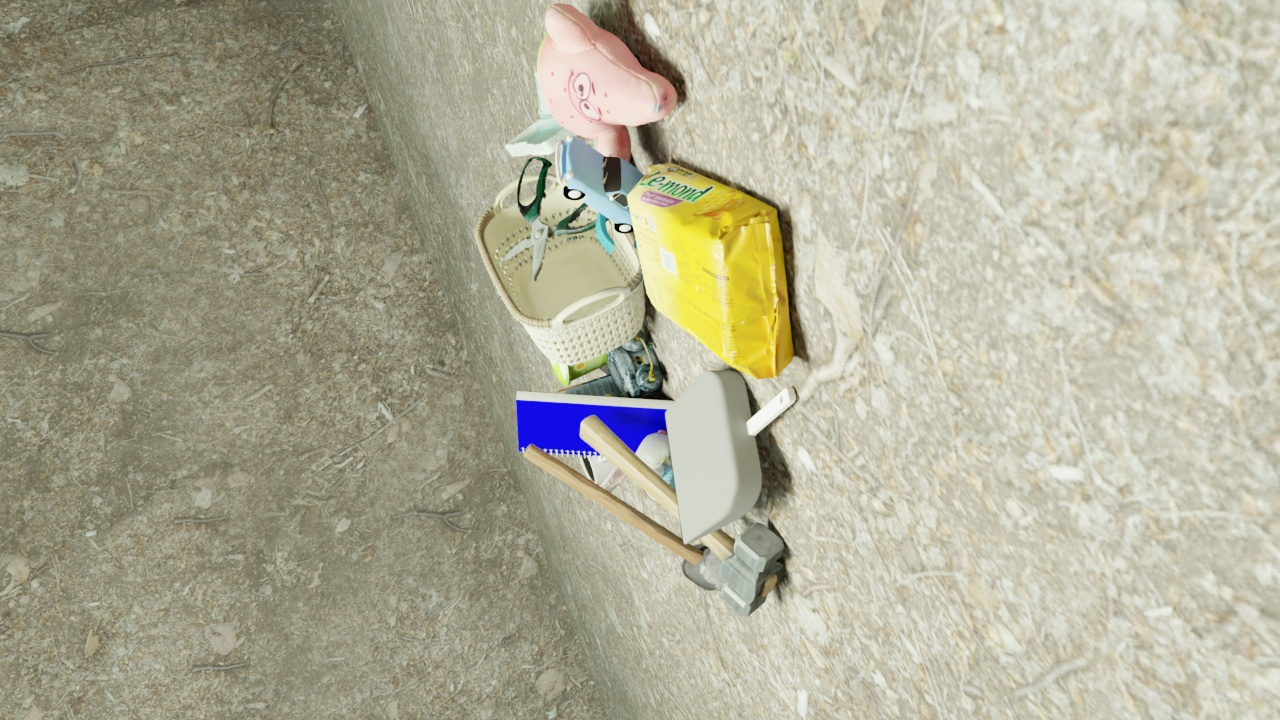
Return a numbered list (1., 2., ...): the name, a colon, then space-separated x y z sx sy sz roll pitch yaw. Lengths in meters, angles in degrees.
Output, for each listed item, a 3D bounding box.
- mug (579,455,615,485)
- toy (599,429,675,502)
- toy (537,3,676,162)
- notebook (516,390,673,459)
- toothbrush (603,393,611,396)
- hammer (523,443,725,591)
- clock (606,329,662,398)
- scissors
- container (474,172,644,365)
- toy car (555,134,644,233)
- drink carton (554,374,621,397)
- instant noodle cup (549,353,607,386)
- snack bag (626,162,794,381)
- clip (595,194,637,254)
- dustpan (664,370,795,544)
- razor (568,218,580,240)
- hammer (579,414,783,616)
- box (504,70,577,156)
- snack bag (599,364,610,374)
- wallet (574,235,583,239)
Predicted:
1. mug: -0.042 0.148 1.452 0.105 0.089 0.073 136 113 -72
2. toy: 0.030 0.145 1.234 0.206 0.131 0.105 -12 77 61
3. toy: -0.040 -0.284 0.953 0.237 0.096 0.192 37 157 50
4. notebook: -0.067 0.096 1.289 0.172 0.209 0.022 100 173 -59
5. toothbrush: -0.021 0.062 1.302 0.021 0.016 0.135 48 -165 26
6. hammer: -0.009 0.203 1.193 0.328 0.052 0.098 34 163 -6
7. clock: -0.007 0.007 1.247 0.130 0.052 0.090 124 125 -71
8. scissors: -0.091 -0.186 1.119 0.015 0.204 0.201 45 -140 -53
9. container: -0.096 -0.115 1.183 0.143 0.184 0.246 75 169 -53
10. toy car: -0.030 -0.183 0.967 0.153 0.055 0.056 27 -127 -47
11. drink carton: -0.062 0.047 1.331 0.064 0.130 0.040 152 100 -74
12. instant noodle cup: -0.074 -0.026 1.321 0.099 0.107 0.099 160 90 -74
13. snack bag: 0.062 -0.091 0.888 0.247 0.068 0.160 -138 33 -57
14. clip: -0.046 -0.179 1.047 0.126 0.113 0.028 67 164 9
15. dustpan: 0.093 0.085 0.979 0.258 0.033 0.163 126 140 -59
16. razor: -0.108 -0.181 1.408 0.042 0.022 0.144 32 155 -2
17. hammer: 0.039 0.173 1.130 0.323 0.051 0.117 38 141 30
18. box: -0.124 -0.327 1.206 0.197 0.075 0.125 -154 66 -65
19. snack bag: -0.063 -0.014 1.455 0.155 0.018 0.075 -146 39 -63
20. wallet: -0.082 -0.117 1.374 0.100 0.031 0.119 104 152 -63
